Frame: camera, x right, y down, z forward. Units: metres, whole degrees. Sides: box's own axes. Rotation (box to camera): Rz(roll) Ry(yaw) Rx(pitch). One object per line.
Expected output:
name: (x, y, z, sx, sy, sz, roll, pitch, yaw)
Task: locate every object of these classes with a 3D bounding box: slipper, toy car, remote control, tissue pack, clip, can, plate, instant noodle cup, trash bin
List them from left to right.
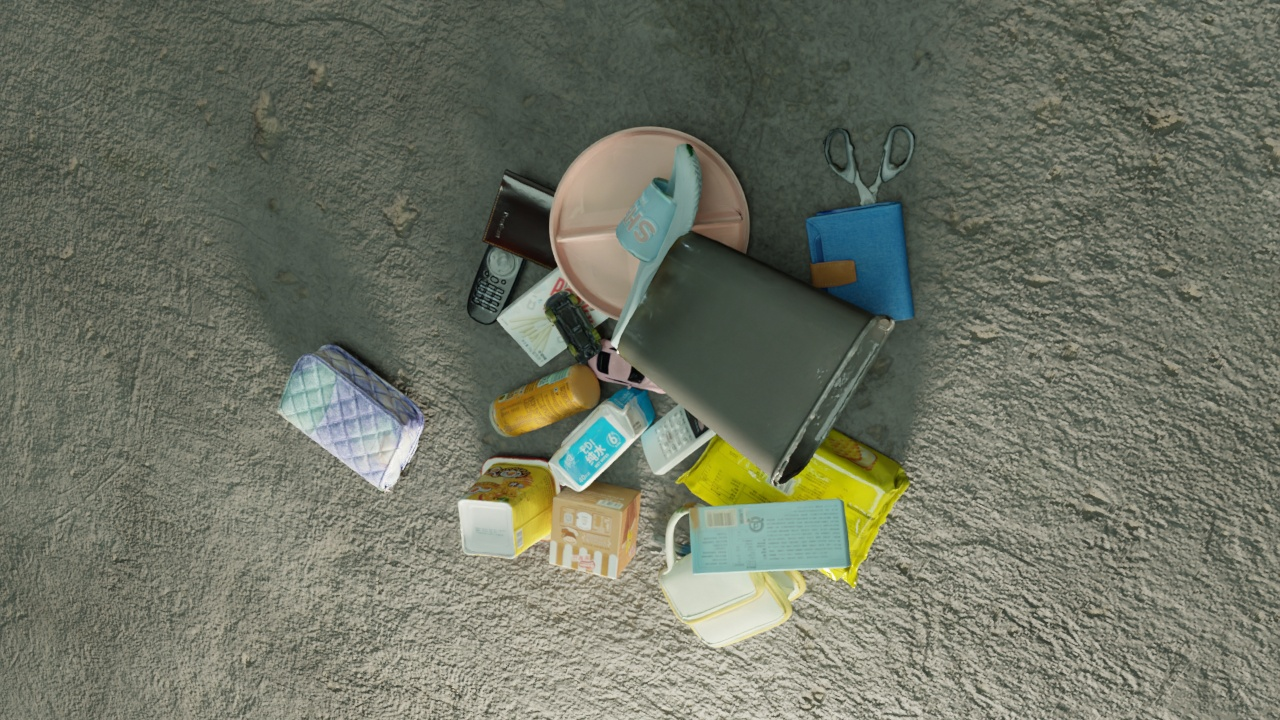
remote control: (-0.180, -0.110, 1.165, 0.053, 0.024, 0.136, 27, 107, 5)
instant noodle cup: (-0.171, 0.194, 1.184, 0.116, 0.123, 0.116, 2, 104, 18)
can: (-0.121, 0.052, 1.154, 0.146, 0.058, 0.058, -21, 96, 34)
toy car: (-0.083, -0.042, 1.107, 0.042, 0.035, 0.090, -35, 107, -15)
tissue pack: (-0.047, 0.094, 1.136, 0.063, 0.089, 0.140, 46, 113, 3)
toy car: (-0.007, 0.007, 1.130, 0.122, 0.037, 0.056, 11, 108, 15)
slipper: (0.005, -0.124, 1.006, 0.074, 0.103, 0.246, 19, 115, -5)
plate: (0.010, -0.153, 1.062, 0.229, 0.028, 0.230, 1, 108, 3)
clip: (0.040, 0.242, 1.179, 0.057, 0.024, 0.029, 11, 110, 17)
remote control: (0.055, 0.080, 1.104, 0.150, 0.021, 0.058, -43, 56, 37)
trash bin: (0.117, -0.012, 0.963, 0.220, 0.198, 0.199, 32, 102, 18)

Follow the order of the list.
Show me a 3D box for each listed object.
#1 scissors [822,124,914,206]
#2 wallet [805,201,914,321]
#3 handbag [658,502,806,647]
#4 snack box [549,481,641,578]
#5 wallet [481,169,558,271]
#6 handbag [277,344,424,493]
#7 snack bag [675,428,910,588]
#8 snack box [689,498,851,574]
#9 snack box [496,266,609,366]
scissors: (0.251, -0.181, 1.010, 0.159, 0.014, 0.174, 44, 114, 3)
wallet: (0.242, -0.103, 1.014, 0.106, 0.040, 0.133, -7, 106, 15)
handbag: (0.088, 0.257, 1.112, 0.179, 0.063, 0.164, 49, 130, -6)
snack box: (-0.058, 0.213, 1.176, 0.093, 0.076, 0.094, 9, 105, 16)
wallet: (-0.124, -0.165, 1.120, 0.122, 0.020, 0.096, 23, 112, -4)
handbag: (-0.393, 0.077, 1.258, 0.194, 0.075, 0.134, 36, 116, 9)
snack bag: (0.179, 0.145, 1.085, 0.246, 0.068, 0.158, 29, 110, 11)
snack box: (0.142, 0.197, 1.023, 0.175, 0.051, 0.074, -6, 79, 13)
snack box: (-0.094, -0.067, 1.137, 0.157, 0.026, 0.084, -35, 105, 23)
